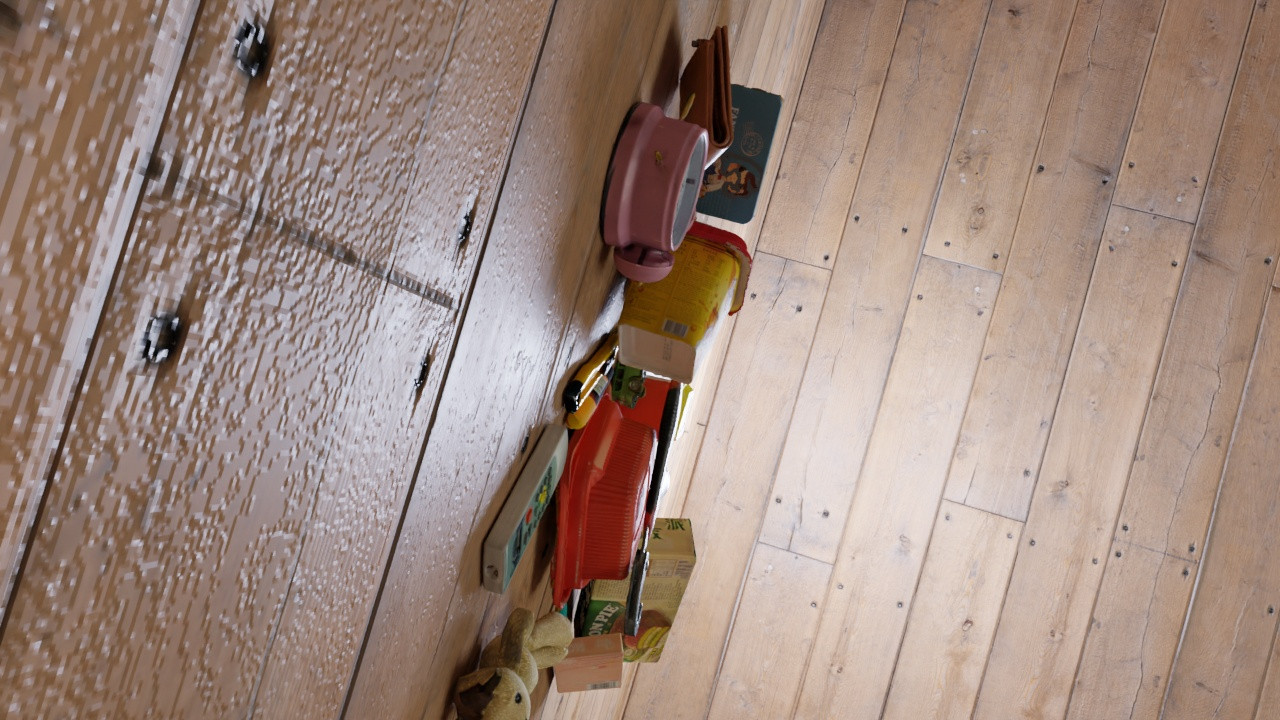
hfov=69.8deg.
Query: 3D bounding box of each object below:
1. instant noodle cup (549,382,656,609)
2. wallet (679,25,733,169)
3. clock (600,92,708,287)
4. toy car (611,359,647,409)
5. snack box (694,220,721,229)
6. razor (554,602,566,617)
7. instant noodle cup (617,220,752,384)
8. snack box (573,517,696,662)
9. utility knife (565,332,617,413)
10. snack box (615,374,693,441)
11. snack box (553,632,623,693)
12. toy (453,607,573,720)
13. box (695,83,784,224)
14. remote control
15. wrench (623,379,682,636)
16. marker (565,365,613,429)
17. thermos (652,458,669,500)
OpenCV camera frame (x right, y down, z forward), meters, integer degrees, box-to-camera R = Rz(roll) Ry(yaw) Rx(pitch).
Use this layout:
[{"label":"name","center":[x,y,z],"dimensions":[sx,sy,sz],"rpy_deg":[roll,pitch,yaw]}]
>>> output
[{"label":"instant noodle cup","center":[-0.035,0.129,0.884],"dimensions":[0.164,0.079,0.189],"rpy_deg":[-70,167,-55]},{"label":"wallet","center":[0.056,-0.227,0.824],"dimensions":[0.132,0.031,0.108],"rpy_deg":[172,-83,-81]},{"label":"clock","center":[0.012,-0.131,0.756],"dimensions":[0.159,0.060,0.117],"rpy_deg":[98,12,-48]},{"label":"toy car","center":[-0.006,0.006,0.988],"dimensions":[0.043,0.036,0.091],"rpy_deg":[54,53,-78]},{"label":"snack box","center":[0.066,-0.098,1.253],"dimensions":[0.182,0.046,0.178],"rpy_deg":[-34,140,-78]},{"label":"razor","center":[-0.079,0.267,1.024],"dimensions":[0.043,0.028,0.132],"rpy_deg":[118,-11,-55]},{"label":"instant noodle cup","center":[0.034,-0.054,0.865],"dimensions":[0.116,0.116,0.123],"rpy_deg":[92,18,-61]},{"label":"snack box","center":[-0.012,0.288,1.132],"dimensions":[0.063,0.114,0.241],"rpy_deg":[-97,-165,-46]},{"label":"utility knife","center":[-0.033,-0.002,0.856],"dimensions":[0.216,0.015,0.033],"rpy_deg":[-57,164,-66]},{"label":"snack box","center":[0.015,0.050,1.063],"dimensions":[0.091,0.080,0.082],"rpy_deg":[-6,113,-81]},{"label":"snack box","center":[-0.065,0.375,1.132],"dimensions":[0.157,0.084,0.026],"rpy_deg":[94,-10,-56]},{"label":"toy","center":[-0.096,0.246,0.728],"dimensions":[0.105,0.066,0.157],"rpy_deg":[-58,168,13]},{"label":"box","center":[0.127,-0.273,1.184],"dimensions":[0.060,0.090,0.184],"rpy_deg":[-55,157,-64]},{"label":"remote control","center":[-0.086,0.110,0.699],"dimensions":[0.134,0.019,0.056],"rpy_deg":[-65,168,-49]},{"label":"wrench","center":[0.015,0.127,0.880],"dimensions":[0.056,0.016,0.273],"rpy_deg":[58,42,-79]},{"label":"marker","center":[-0.045,0.031,0.844],"dimensions":[0.015,0.018,0.123],"rpy_deg":[-34,-168,24]},{"label":"thermos","center":[-0.008,0.176,1.206],"dimensions":[0.224,0.073,0.073],"rpy_deg":[-21,127,-80]}]
